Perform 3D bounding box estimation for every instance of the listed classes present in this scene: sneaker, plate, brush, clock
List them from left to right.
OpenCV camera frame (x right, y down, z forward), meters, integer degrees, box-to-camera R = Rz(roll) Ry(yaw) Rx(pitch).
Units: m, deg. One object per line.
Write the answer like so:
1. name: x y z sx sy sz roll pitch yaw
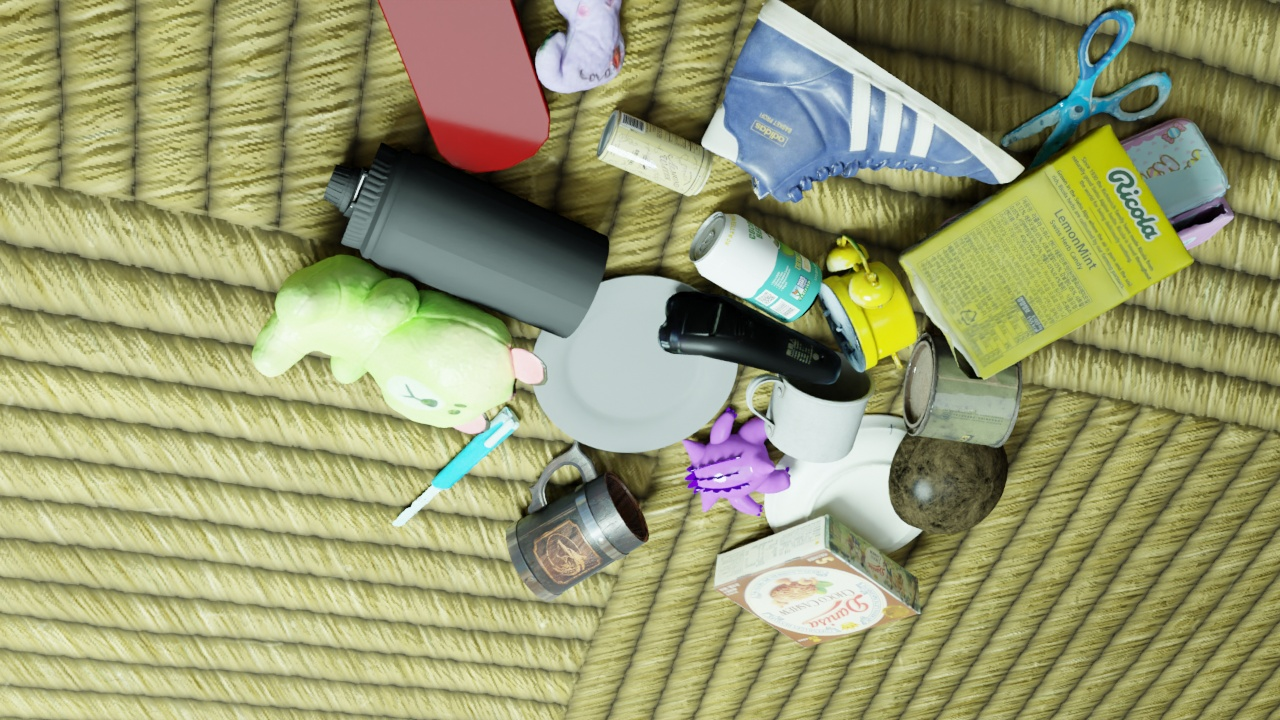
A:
1. brush: -0.120 -0.217 0.624 0.082 0.041 0.173 -16 122 3
2. plate: -0.005 0.005 0.793 0.178 0.012 0.179 -3 122 -5
3. sneaker: 0.156 -0.148 0.672 0.233 0.091 0.119 26 111 -20
4. plate: 0.213 0.136 0.888 0.182 0.034 0.183 -3 122 -5
5. clock: 0.180 -0.047 0.744 0.057 0.083 0.119 -24 124 1

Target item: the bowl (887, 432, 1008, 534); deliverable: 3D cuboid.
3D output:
1. bowl: 0.293 0.108 0.842 0.121 0.056 0.121 -7 107 -24

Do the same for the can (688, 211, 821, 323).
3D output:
1. can: 0.092 -0.074 0.731 0.101 0.054 0.055 28 114 -22

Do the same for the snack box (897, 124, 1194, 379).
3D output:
1. snack box: 0.301 -0.077 0.700 0.181 0.045 0.121 -33 90 11

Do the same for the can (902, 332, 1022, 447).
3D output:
1. can: 0.273 0.025 0.787 0.074 0.089 0.090 8 121 2

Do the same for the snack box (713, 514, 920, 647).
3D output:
1. snack box: 0.173 0.221 0.904 0.147 0.041 0.144 37 133 -26

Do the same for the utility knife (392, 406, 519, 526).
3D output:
1. utility knife: -0.171 0.100 0.830 0.167 0.015 0.022 -40 117 15

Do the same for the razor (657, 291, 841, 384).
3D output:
1. razor: 0.089 -0.013 0.746 0.151 0.053 0.067 18 161 -10

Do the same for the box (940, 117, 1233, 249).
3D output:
1. box: 0.359 -0.107 0.761 0.214 0.091 0.090 -24 164 8

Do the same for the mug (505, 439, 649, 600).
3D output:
1. mug: -0.066 0.145 0.843 0.107 0.080 0.116 -32 94 11

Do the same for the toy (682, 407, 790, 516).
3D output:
1. toy: 0.086 0.097 0.835 0.088 0.055 0.106 -14 100 15

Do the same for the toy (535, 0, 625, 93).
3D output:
1. toy: -0.040 -0.231 0.618 0.080 0.036 0.100 -28 133 -34

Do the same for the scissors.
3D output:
1. scissors: 0.337 -0.207 0.706 0.140 0.013 0.118 -23 122 10

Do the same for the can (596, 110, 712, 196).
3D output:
1. can: 0.011 -0.153 0.682 0.079 0.038 0.038 19 117 -18

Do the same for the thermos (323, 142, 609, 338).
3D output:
1. thermos: -0.131 -0.092 0.675 0.198 0.086 0.086 22 116 -19

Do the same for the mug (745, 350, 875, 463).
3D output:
1. mug: 0.139 0.039 0.787 0.113 0.084 0.071 -4 125 -19

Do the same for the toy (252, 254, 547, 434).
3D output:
1. toy: -0.184 -0.015 0.707 0.196 0.107 0.151 18 144 -25
